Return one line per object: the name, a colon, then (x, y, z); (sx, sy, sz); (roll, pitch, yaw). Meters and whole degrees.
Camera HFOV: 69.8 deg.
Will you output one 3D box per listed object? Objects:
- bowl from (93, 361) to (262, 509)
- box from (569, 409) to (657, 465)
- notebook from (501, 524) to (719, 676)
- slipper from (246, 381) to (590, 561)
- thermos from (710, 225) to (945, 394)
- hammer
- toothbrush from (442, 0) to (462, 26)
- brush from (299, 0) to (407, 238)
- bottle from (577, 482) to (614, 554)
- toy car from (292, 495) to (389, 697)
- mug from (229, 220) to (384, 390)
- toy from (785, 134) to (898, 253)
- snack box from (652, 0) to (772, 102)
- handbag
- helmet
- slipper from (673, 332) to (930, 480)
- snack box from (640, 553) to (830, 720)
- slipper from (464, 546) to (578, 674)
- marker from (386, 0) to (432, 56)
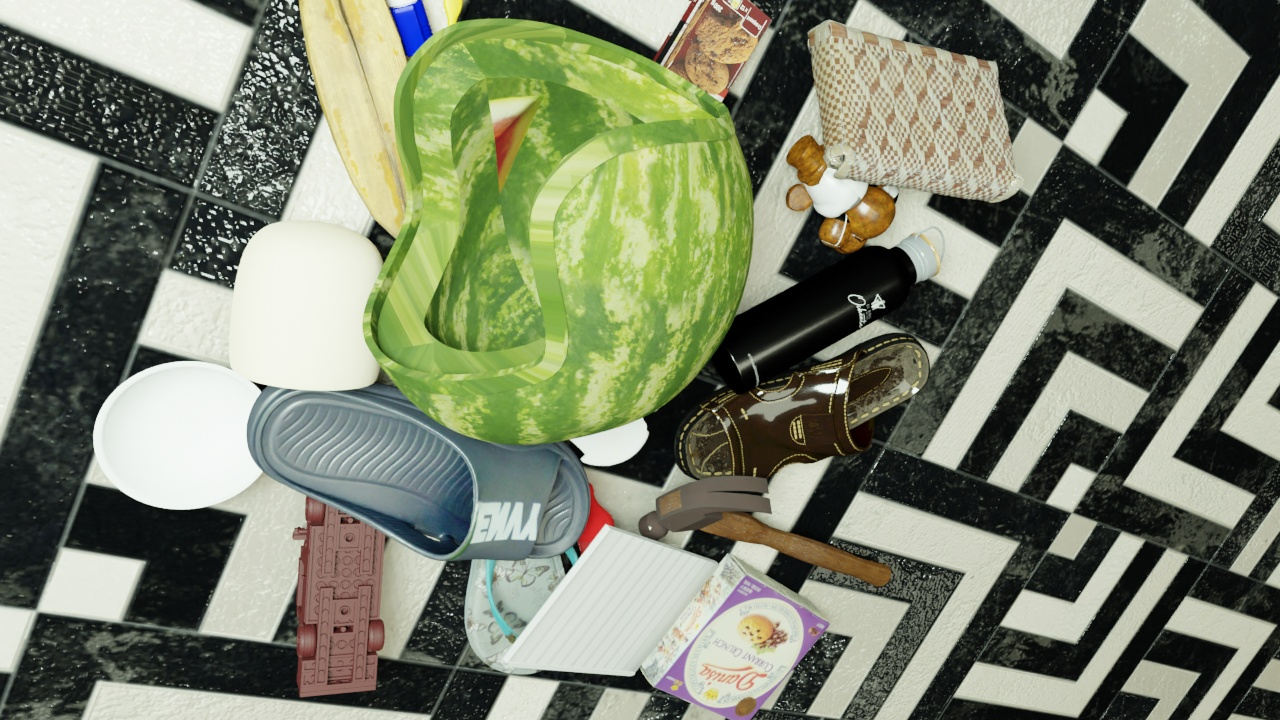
bowl: (-0.312, 0.044, 0.632); (0.109, 0.040, 0.110); (-11, 117, -22)
box: (-0.005, 0.006, 0.727); (0.083, 0.092, 0.166); (37, 97, -28)
notebook: (-0.018, 0.222, 0.822); (0.142, 0.009, 0.209); (-52, 145, 3)
slipper: (-0.142, 0.085, 0.657); (0.268, 0.083, 0.111); (23, 97, -28)
thermos: (0.170, -0.051, 0.795); (0.231, 0.061, 0.061); (-28, 122, -10)
hammer: (0.144, 0.177, 0.892); (0.322, 0.033, 0.116); (25, 137, -37)
toothbrush: (-0.132, -0.185, 0.623); (0.021, 0.016, 0.136); (-3, 117, -26)
brush: (-0.177, -0.173, 0.590); (0.059, 0.043, 0.195); (-19, 119, -17)
bottle: (-0.038, 0.158, 0.814); (0.036, 0.036, 0.119); (-21, 120, -14)
toy car: (-0.231, 0.165, 0.710); (0.070, 0.062, 0.170); (3, 92, -26)
mug: (-0.206, -0.041, 0.610); (0.120, 0.096, 0.100); (3, 104, -31)
toy: (0.165, -0.141, 0.754); (0.112, 0.067, 0.087); (34, 97, -24)
snack box: (0.033, -0.204, 0.678); (0.051, 0.032, 0.141); (27, 100, -32)
handbag: (0.216, -0.194, 0.732); (0.185, 0.047, 0.124); (3, 75, -25)
helmet: (-0.045, -0.065, 0.587); (0.242, 0.213, 0.248); (-7, 129, -43)
slipper: (0.156, 0.049, 0.827); (0.267, 0.076, 0.113); (-19, 120, -15)
snack box: (0.097, 0.287, 0.934); (0.143, 0.040, 0.148); (35, 96, -33)
slipper: (-0.100, 0.183, 0.776); (0.098, 0.054, 0.269); (-11, 122, -21)
marker: (-0.158, -0.259, 0.567); (0.023, 0.027, 0.133); (-14, 120, -2)
